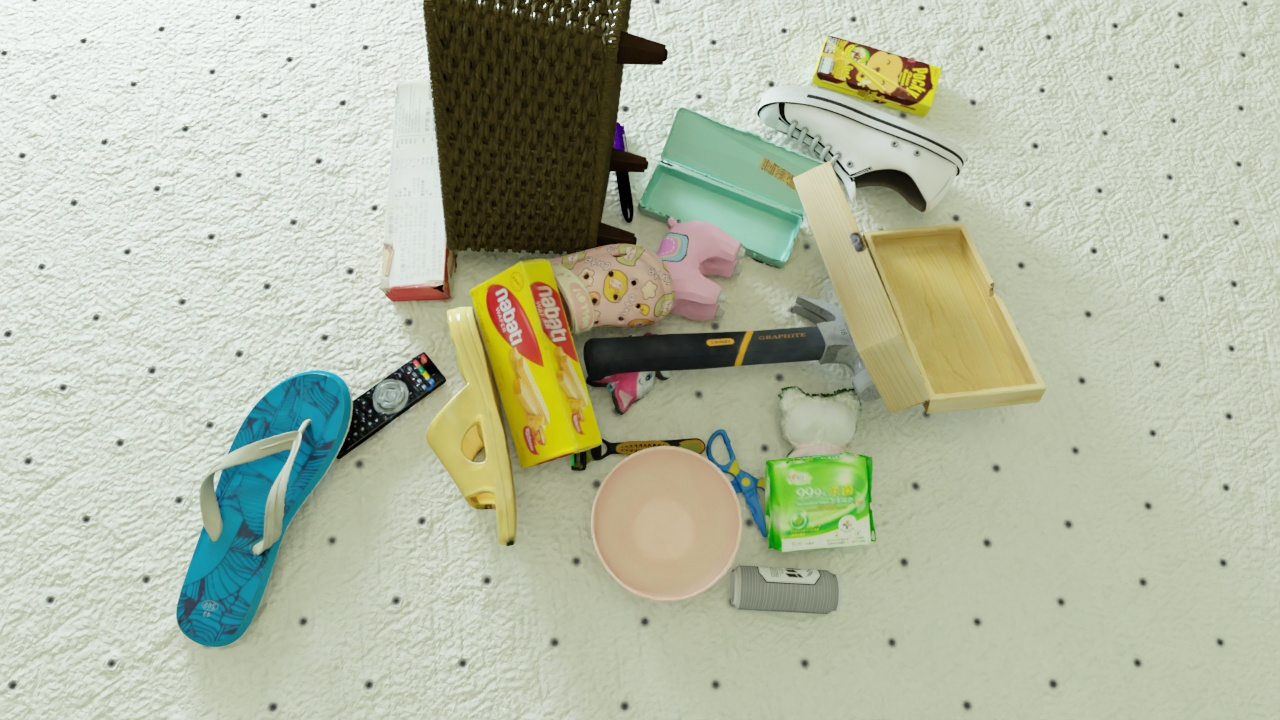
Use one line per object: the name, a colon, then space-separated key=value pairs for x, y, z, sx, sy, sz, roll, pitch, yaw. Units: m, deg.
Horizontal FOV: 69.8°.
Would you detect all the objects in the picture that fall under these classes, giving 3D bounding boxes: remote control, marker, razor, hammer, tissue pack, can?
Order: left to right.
remote control: x=-0.276 y=0.048 z=0.984 sx=0.140 sy=0.021 sz=0.045 roll=-38 pitch=70 yaw=-12
marker: x=-0.020 y=-0.224 z=1.089 sx=0.018 sy=0.015 sz=0.133 roll=-8 pitch=72 yaw=-2
razor: x=-0.002 y=0.094 z=0.981 sx=0.144 sy=0.021 sz=0.044 roll=-1 pitch=89 yaw=-2
hammer: x=0.096 y=-0.007 z=0.973 sx=0.312 sy=0.035 sz=0.139 roll=-4 pitch=49 yaw=-13
can: x=0.146 y=0.232 z=0.928 sx=0.106 sy=0.044 sz=0.044 roll=3 pitch=71 yaw=-1
tissue pack: x=0.183 y=0.148 z=0.946 sx=0.114 sy=0.034 sz=0.099 roll=-4 pitch=94 yaw=-6

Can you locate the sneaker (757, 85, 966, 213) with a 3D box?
sneaker: x=0.245 y=-0.237 z=1.074 sx=0.245 sy=0.091 sz=0.097 roll=24 pitch=87 yaw=4

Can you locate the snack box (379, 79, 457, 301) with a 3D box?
snack box: x=-0.248 y=-0.199 z=1.059 sx=0.076 sy=0.044 sz=0.272 roll=-2 pitch=71 yaw=3

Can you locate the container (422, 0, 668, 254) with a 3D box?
container: x=-0.086 y=-0.261 z=0.925 sx=0.205 sy=0.322 sz=0.176 roll=9 pitch=56 yaw=-2

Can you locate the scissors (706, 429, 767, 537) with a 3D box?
scissors: x=0.114 y=0.129 z=0.980 sx=0.127 sy=0.013 sz=0.125 roll=-17 pitch=72 yaw=-5

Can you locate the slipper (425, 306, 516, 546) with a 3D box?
slipper: x=-0.179 y=0.069 z=0.944 sx=0.078 sy=0.100 sz=0.263 roll=-13 pitch=68 yaw=-5

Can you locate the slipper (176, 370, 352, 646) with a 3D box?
slipper: x=-0.391 y=0.138 z=0.923 sx=0.118 sy=0.060 sz=0.294 roll=15 pitch=74 yaw=17

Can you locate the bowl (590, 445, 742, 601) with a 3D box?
bowl: x=0.025 y=0.169 z=0.928 sx=0.153 sy=0.076 sz=0.152 roll=0 pitch=70 yaw=-1

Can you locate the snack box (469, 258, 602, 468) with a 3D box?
snack box: x=-0.109 y=0.004 z=0.946 sx=0.042 sy=0.092 sz=0.200 roll=-12 pitch=84 yaw=-47

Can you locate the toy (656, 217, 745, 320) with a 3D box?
toy: x=0.029 y=-0.104 z=1.026 sx=0.157 sy=0.067 sz=0.123 roll=19 pitch=70 yaw=8

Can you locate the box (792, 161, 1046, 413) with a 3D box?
box: x=0.278 y=-0.067 z=0.969 sx=0.252 sy=0.119 sz=0.247 roll=12 pitch=47 yaw=-24

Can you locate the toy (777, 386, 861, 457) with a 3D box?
toy: x=0.191 y=0.082 z=0.983 sx=0.095 sy=0.041 sz=0.108 roll=3 pitch=76 yaw=-4

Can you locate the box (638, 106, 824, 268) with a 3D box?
box: x=0.105 y=-0.201 z=1.069 sx=0.187 sy=0.055 sz=0.138 roll=24 pitch=88 yaw=5

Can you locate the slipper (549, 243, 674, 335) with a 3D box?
slipper: x=-0.065 y=-0.068 z=0.969 sx=0.197 sy=0.081 sz=0.093 roll=-3 pitch=109 yaw=19

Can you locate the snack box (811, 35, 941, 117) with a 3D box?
snack box: x=0.293 y=-0.354 z=1.139 sx=0.149 sy=0.026 sz=0.061 roll=18 pitch=72 yaw=4

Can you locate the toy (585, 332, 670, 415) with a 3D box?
toy: x=-0.006 y=0.006 z=0.998 sx=0.102 sy=0.050 sz=0.065 roll=-40 pitch=73 yaw=-19
